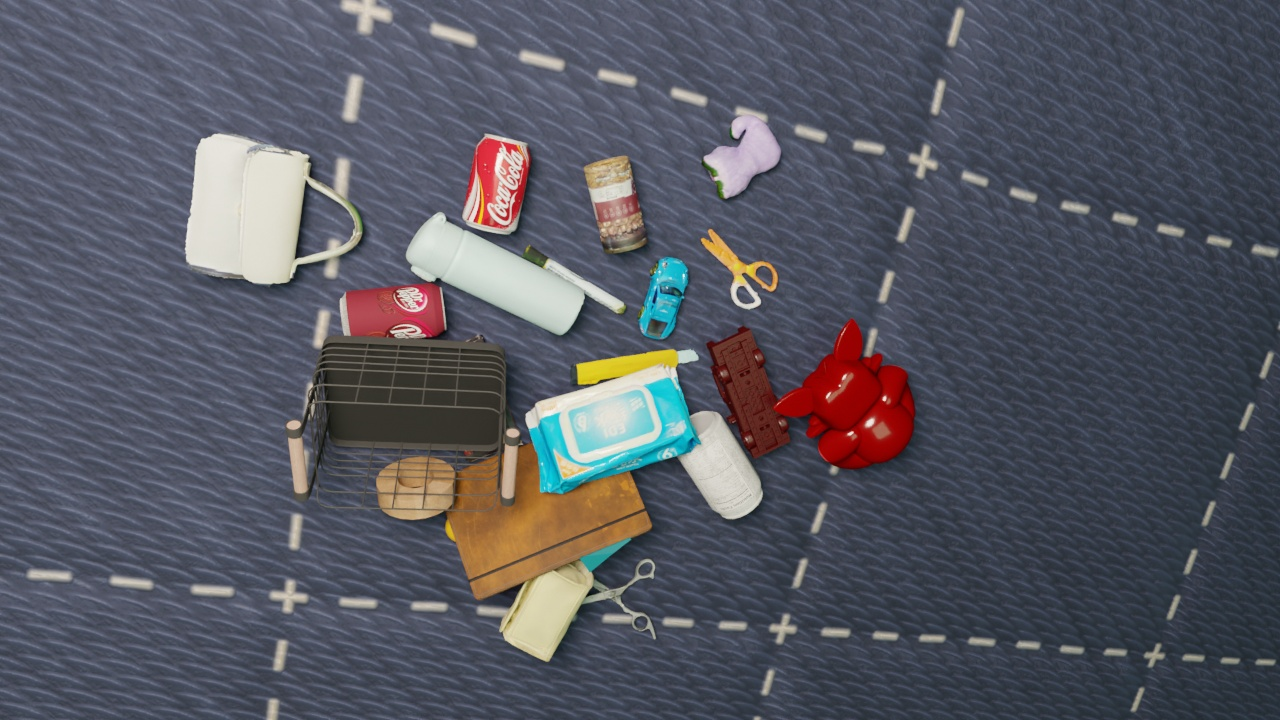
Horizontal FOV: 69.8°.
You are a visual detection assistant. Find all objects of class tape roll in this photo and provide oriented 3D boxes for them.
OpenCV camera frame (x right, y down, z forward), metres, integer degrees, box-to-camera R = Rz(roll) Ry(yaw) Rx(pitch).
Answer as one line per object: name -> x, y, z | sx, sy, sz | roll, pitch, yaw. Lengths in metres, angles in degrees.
tape roll -> -0.272, 0.154, 1.115 | 0.094, 0.094, 0.027 | -5, 118, -14

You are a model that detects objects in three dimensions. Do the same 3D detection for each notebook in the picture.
notebook -> -0.112, 0.185, 1.155 | 0.249, 0.014, 0.178 | -21, 71, -8

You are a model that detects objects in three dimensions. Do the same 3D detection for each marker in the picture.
marker -> -0.080, -0.098, 1.134 | 0.146, 0.017, 0.017 | 31, 96, -21

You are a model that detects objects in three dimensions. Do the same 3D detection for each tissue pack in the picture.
tissue pack -> -0.039, 0.086, 1.151 | 0.209, 0.066, 0.117 | -18, 70, -6

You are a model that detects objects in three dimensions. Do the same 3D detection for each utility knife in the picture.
utility knife -> -0.007, 0.007, 1.185 | 0.175, 0.017, 0.030 | -8, 113, -12

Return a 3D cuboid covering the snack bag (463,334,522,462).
snack bag -> -0.206, 0.049, 1.143 | 0.074, 0.018, 0.155 | -19, 110, -8

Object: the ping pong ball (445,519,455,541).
ping pong ball -> -0.229, 0.213, 1.175 | 0.040, 0.040, 0.040 | -4, 107, -14

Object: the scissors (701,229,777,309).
scissors -> 0.118, -0.117, 1.184 | 0.131, 0.012, 0.073 | 35, 95, -22

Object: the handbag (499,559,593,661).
handbag -> -0.123, 0.312, 1.196 | 0.081, 0.111, 0.119 | 29, 95, -6

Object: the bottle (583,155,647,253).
bottle -> -0.029, -0.186, 1.099 | 0.056, 0.056, 0.105 | -17, 110, -10

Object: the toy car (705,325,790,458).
toy car -> 0.138, 0.039, 1.209 | 0.070, 0.062, 0.170 | -25, 111, -7

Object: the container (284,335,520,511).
container -> -0.260, 0.078, 1.040 | 0.241, 0.130, 0.163 | 3, 128, -9

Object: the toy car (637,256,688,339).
toy car -> 0.030, -0.078, 1.161 | 0.048, 0.032, 0.105 | 14, 101, -18

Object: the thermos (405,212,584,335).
thermos -> -0.171, -0.100, 1.082 | 0.206, 0.065, 0.078 | 25, 100, -21

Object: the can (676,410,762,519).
can -> 0.103, 0.139, 1.221 | 0.078, 0.078, 0.136 | -34, 112, -3

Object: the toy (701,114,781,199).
toy -> 0.122, -0.253, 1.132 | 0.099, 0.036, 0.080 | -34, 102, -8

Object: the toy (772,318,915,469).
toy -> 0.279, 0.055, 1.222 | 0.158, 0.120, 0.197 | -47, 122, 5

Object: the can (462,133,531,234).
can -> -0.164, -0.202, 1.054 | 0.064, 0.064, 0.105 | 10, 103, -18

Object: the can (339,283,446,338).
can -> -0.287, -0.054, 1.066 | 0.114, 0.063, 0.063 | -7, 108, -13

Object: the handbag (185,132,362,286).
handbag -> -0.394, -0.157, 1.001 | 0.176, 0.074, 0.151 | 10, 103, -18

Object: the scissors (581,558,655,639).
scissors -> -0.032, 0.335, 1.278 | 0.141, 0.014, 0.171 | -32, 108, -6
